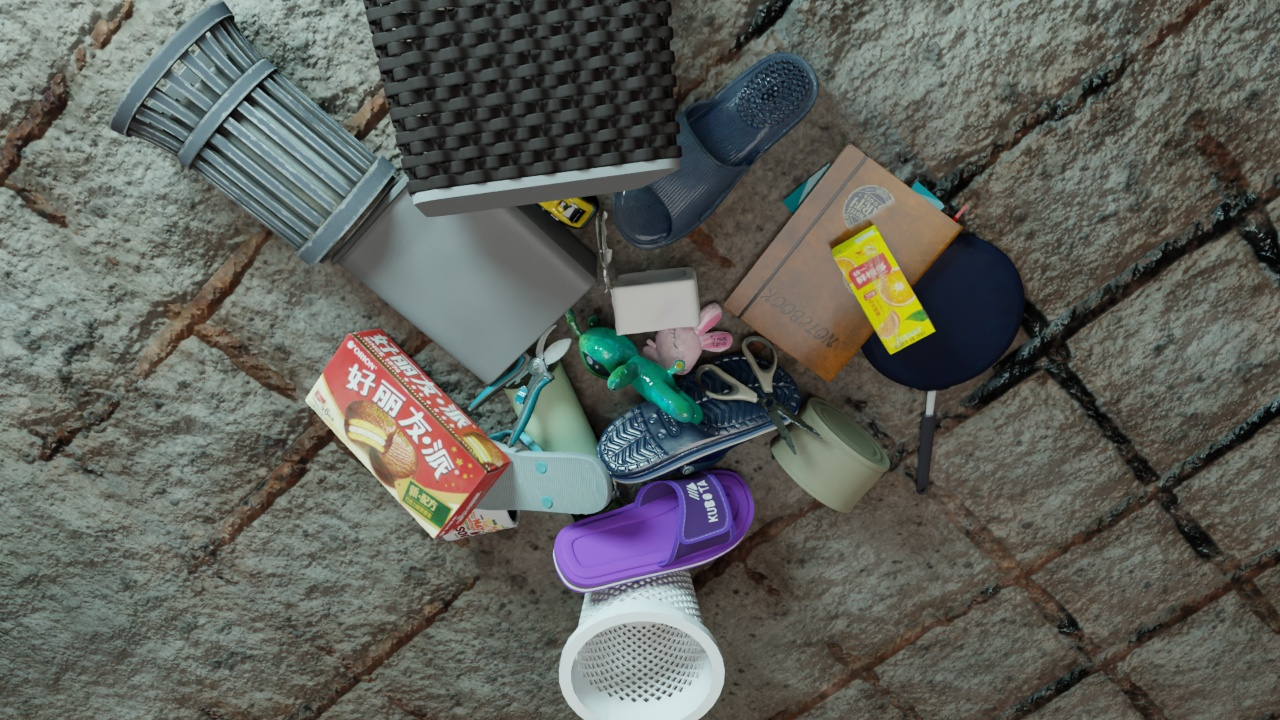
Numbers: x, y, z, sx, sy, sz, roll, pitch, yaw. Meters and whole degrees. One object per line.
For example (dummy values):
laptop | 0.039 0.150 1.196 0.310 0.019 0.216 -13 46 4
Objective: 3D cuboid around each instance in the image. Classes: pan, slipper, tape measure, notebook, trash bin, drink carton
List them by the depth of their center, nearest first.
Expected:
trash bin | -0.379 -0.217 0.933 0.164 0.164 0.227 -42 113 17
slipper | 0.072 -0.225 0.940 0.263 0.082 0.101 -42 82 2
tape measure | -0.082 -0.176 1.000 0.072 0.071 0.042 35 108 -9
trash bin | -0.189 -0.114 1.016 0.192 0.097 0.220 -42 110 17
drink carton | 0.271 -0.079 1.029 0.059 0.042 0.134 -29 105 17
notebook | 0.226 -0.118 1.051 0.178 0.014 0.250 35 111 -7
slipper | -0.148 0.134 1.095 0.269 0.054 0.098 7 108 25
slipper | 0.027 0.193 1.101 0.266 0.107 0.084 -15 149 -21
slipper | 0.069 0.077 1.115 0.253 0.105 0.095 -22 148 -1
pan | 0.361 0.017 1.126 0.199 0.021 0.357 -3 116 1
trash bin | 0.000 0.330 1.171 0.195 0.199 0.196 0 115 -1

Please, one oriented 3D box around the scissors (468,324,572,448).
scissors | -0.139 0.030 1.046 0.124 0.019 0.156 2 91 15

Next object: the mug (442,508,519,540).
mug | -0.211 0.169 1.169 0.089 0.073 0.105 -13 88 6

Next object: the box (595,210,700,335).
box | -0.002 -0.106 1.023 0.128 0.108 0.137 -5 102 5

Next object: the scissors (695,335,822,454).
scissors | 0.134 0.038 1.061 0.162 0.157 0.013 3 149 7

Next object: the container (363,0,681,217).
container | -0.106 -0.268 0.806 0.245 0.247 0.243 -9 97 -9

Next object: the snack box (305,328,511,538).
snack box | -0.273 0.082 1.073 0.236 0.060 0.113 44 110 11

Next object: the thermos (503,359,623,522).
thermos | -0.086 0.110 1.133 0.082 0.082 0.231 -19 114 8

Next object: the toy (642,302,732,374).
toy | 0.055 -0.021 1.090 0.110 0.047 0.063 -30 106 -2

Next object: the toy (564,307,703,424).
toy | -0.006 0.006 1.040 0.193 0.130 0.072 36 97 20

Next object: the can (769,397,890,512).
can | 0.229 0.113 1.110 0.127 0.127 0.073 33 109 -15
